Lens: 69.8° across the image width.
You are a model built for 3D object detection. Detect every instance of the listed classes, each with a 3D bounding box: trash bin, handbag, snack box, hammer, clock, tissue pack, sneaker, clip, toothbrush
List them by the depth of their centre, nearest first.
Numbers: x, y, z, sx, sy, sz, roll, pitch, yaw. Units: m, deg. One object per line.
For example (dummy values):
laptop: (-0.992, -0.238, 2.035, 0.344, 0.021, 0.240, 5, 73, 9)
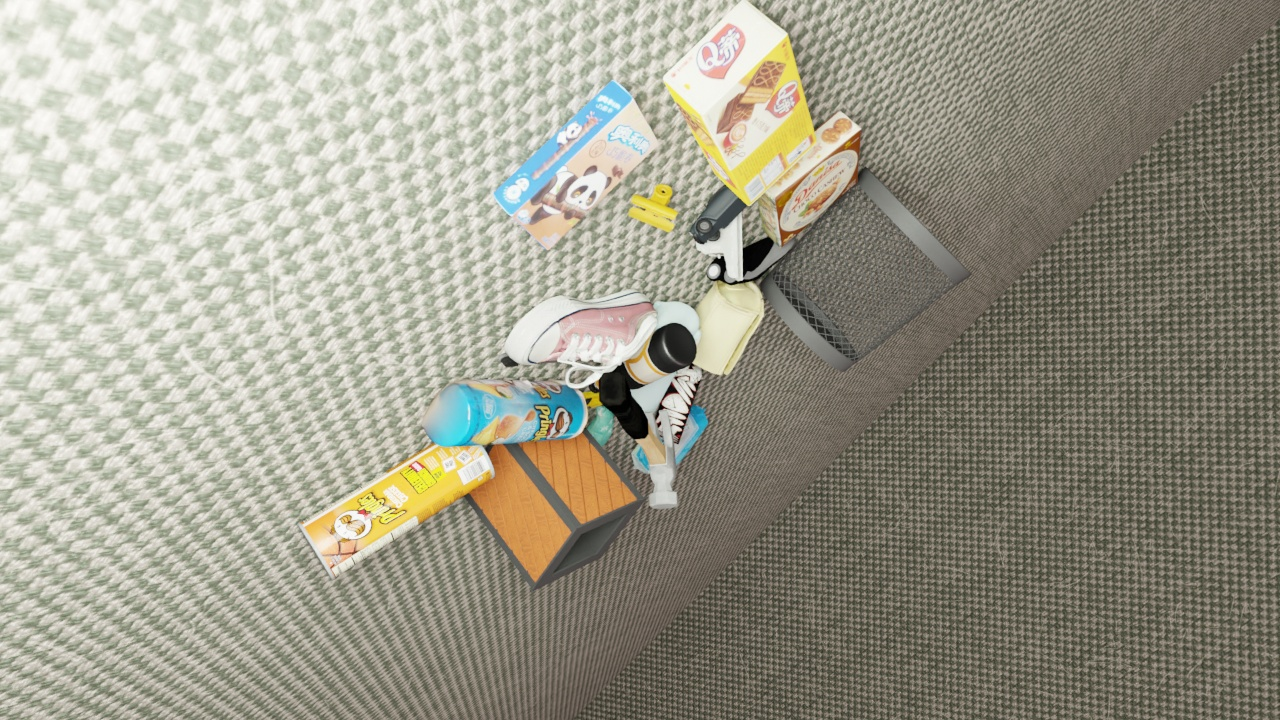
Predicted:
snack box: (-0.057, -0.177, 0.848, 0.151, 0.034, 0.087, -43, 159, 3)
snack box: (0.111, -0.256, 0.947, 0.110, 0.061, 0.230, -43, 159, 5)
clip: (0.018, -0.169, 0.987, 0.044, 0.054, 0.049, -1, 114, -84)
sneaker: (-0.054, -0.025, 1.076, 0.240, 0.088, 0.119, -17, 148, -49)
toothbrush: (-0.118, -0.002, 1.116, 0.013, 0.013, 0.167, -50, 160, 21)
clip: (0.096, -0.150, 1.140, 0.058, 0.101, 0.050, -2, 175, 15)
hammer: (0.001, 0.092, 1.188, 0.039, 0.131, 0.328, -7, 157, 10)
snack box: (0.221, -0.234, 1.203, 0.143, 0.041, 0.147, -40, 159, -3)
trash bin: (-0.121, 0.184, 1.247, 0.139, 0.172, 0.140, -15, 146, -49)
handbag: (0.116, -0.059, 1.295, 0.119, 0.081, 0.111, -60, -171, 29)
trash bin: (0.326, -0.128, 1.366, 0.228, 0.217, 0.217, -45, 159, 19)
clock: (0.054, 0.046, 1.408, 0.114, 0.065, 0.155, -25, 134, -85)
tissue pack: (0.047, 0.137, 1.598, 0.092, 0.061, 0.145, -10, 140, -51)

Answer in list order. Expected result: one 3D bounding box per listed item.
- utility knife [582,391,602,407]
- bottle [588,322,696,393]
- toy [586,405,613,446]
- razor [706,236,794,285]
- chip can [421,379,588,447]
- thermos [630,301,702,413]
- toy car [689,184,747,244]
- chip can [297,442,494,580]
utility knife: (-0.095, 0.058, 1.269, 0.178, 0.017, 0.030, -2, 126, -54)
bottle: (-0.007, 0.007, 1.202, 0.059, 0.059, 0.182, -19, 175, -44)
toy: (-0.080, 0.114, 1.381, 0.105, 0.033, 0.085, -39, 148, -2)
razor: (0.160, -0.142, 1.269, 0.155, 0.057, 0.060, -20, 118, -42)
chip can: (-0.154, 0.060, 1.081, 0.080, 0.080, 0.229, -49, 156, 19)
thermos: (0.022, 0.001, 1.274, 0.065, 0.078, 0.207, -53, 173, -41)
toy car: (0.103, -0.187, 1.102, 0.112, 0.034, 0.046, -46, 159, 8)
chip can: (-0.280, 0.162, 1.066, 0.214, 0.075, 0.075, -32, 157, -24)
